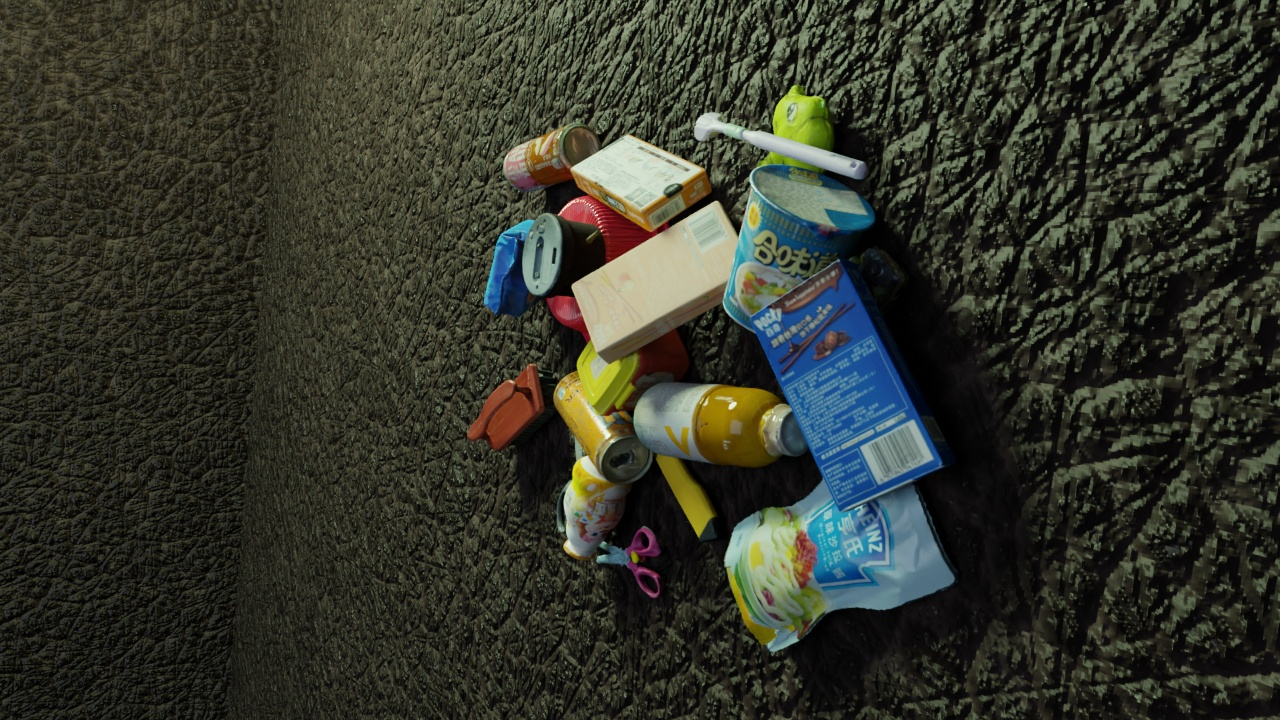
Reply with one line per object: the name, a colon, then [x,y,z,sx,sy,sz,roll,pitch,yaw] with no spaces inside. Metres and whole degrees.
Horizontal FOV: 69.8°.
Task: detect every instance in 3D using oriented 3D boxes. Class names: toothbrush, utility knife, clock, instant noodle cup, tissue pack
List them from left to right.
tissue pack: [-0.133,-0.110,1.051,0.157,0.052,0.095,-60,-13,-71]
clock: [-0.082,-0.102,0.910,0.122,0.055,0.082,15,100,57]
instant noodle cup: [-0.047,-0.101,0.966,0.194,0.065,0.193,-10,79,57]
utility knife: [0.032,0.097,0.872,0.033,0.015,0.192,-63,40,32]
toothbrush: [0.107,-0.168,0.723,0.189,0.021,0.029,34,90,47]
instant noodle cup: [0.112,-0.079,0.705,0.099,0.099,0.110,58,140,42]

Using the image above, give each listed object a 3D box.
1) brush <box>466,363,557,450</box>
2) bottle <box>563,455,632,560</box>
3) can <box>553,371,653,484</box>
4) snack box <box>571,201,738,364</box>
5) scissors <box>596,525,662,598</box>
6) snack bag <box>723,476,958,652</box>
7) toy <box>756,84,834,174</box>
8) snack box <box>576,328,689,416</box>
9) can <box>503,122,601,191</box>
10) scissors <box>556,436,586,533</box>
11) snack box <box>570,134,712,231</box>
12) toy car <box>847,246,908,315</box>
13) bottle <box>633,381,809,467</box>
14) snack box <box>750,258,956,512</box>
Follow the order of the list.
brush: [-0.159,0.064,1.115,0.146,0.069,0.063,-43,51,46]
bottle: [-0.049,0.152,0.946,0.063,0.063,0.108,43,122,50]
can: [-0.040,0.065,0.932,0.146,0.058,0.058,47,126,55]
snack box: [0.020,-0.069,0.820,0.157,0.026,0.084,-29,56,11]
scissors: [-0.013,0.211,0.935,0.138,0.017,0.077,-27,74,57]
snack bag: [0.141,0.144,0.688,0.192,0.038,0.110,-41,49,43]
toy: [0.126,-0.166,0.742,0.100,0.031,0.096,-47,55,48]
snack box: [-0.005,0.005,0.879,0.091,0.080,0.082,-54,45,39]
can: [-0.105,-0.235,1.071,0.147,0.057,0.058,1,88,57]
scissors: [-0.065,0.120,1.023,0.160,0.014,0.170,-61,40,30]
snack box: [-0.002,-0.178,0.899,0.154,0.075,0.026,40,160,50]
toy car: [0.159,-0.039,0.676,0.091,0.035,0.042,-57,42,34]
bottle: [0.068,0.054,0.776,0.190,0.068,0.068,1,88,57]
snack box: [0.144,0.018,0.640,0.085,0.026,0.157,-34,70,35]
